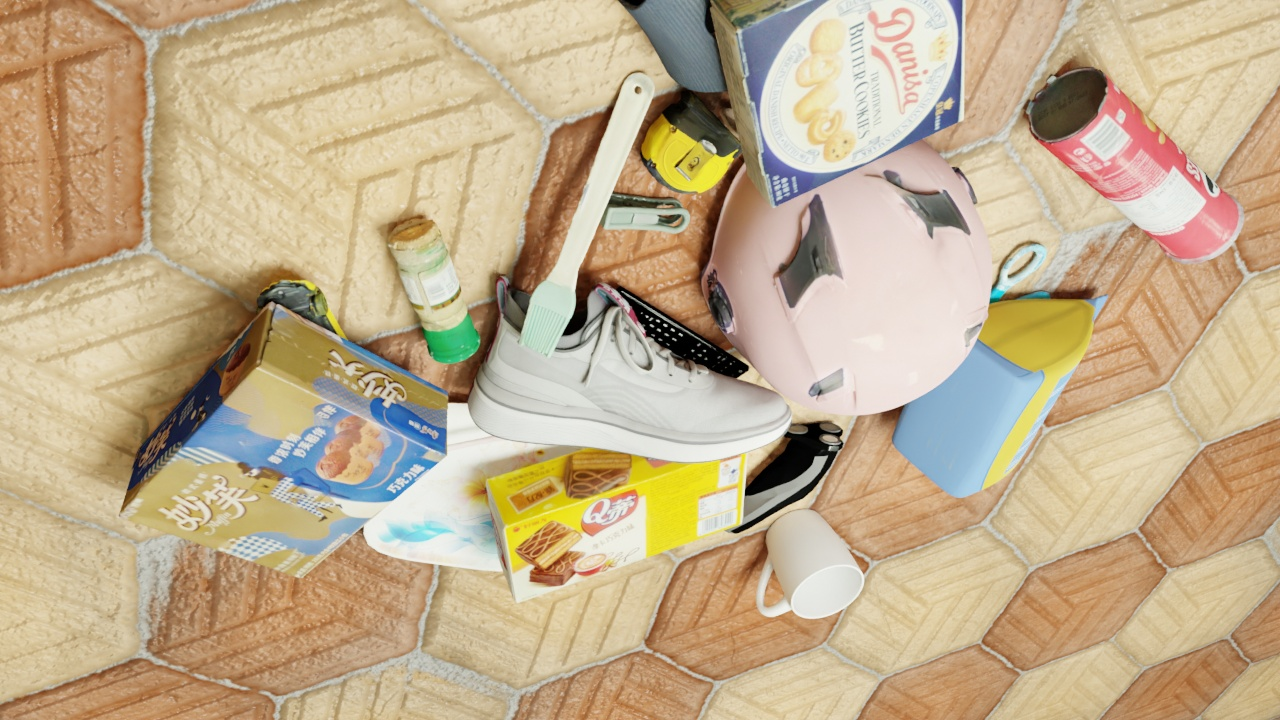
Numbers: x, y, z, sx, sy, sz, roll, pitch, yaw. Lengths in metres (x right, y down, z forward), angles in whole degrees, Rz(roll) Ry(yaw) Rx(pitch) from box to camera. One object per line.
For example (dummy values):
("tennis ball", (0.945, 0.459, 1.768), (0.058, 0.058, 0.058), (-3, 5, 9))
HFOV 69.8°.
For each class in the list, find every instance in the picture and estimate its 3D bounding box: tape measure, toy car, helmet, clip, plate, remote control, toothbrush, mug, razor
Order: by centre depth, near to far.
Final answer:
("clip", (0.077, -0.174, 0.675), (0.039, 0.024, 0.060), (-26, 164, 4))
("tape measure", (0.036, -0.155, 0.679), (0.064, 0.037, 0.065), (-44, 127, 15))
("toy car", (-0.248, -0.021, 0.686), (0.049, 0.030, 0.107), (-11, 137, -2))
("clip", (-0.002, -0.118, 0.710), (0.078, 0.049, 0.023), (-8, 131, -35))
("helmet", (0.172, -0.062, 0.732), (0.230, 0.152, 0.256), (-19, 123, 0))
("remote control", (0.030, -0.019, 0.775), (0.140, 0.009, 0.030), (30, 137, -23))
("toothbrush", (-0.102, 0.059, 0.785), (0.181, 0.015, 0.018), (-9, 122, -12))
("plate", (-0.143, 0.116, 0.834), (0.186, 0.016, 0.187), (15, 119, -28))
("razor", (0.139, 0.122, 0.916), (0.060, 0.057, 0.156), (34, 112, -1))
("mug", (0.166, 0.222, 0.973), (0.114, 0.087, 0.081), (-36, 129, 9))

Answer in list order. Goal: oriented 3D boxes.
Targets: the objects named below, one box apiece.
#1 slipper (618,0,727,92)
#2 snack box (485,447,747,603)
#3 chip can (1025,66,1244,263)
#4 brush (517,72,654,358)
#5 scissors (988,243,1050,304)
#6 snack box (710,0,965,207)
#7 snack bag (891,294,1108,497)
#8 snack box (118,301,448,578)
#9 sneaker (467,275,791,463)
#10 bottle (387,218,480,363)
("slipper", (0.061, -0.212, 0.607), (0.263, 0.101, 0.083), (17, 118, -32))
("snack box", (-0.019, 0.130, 0.838), (0.230, 0.061, 0.110), (-16, 132, -16))
("chip can", (0.425, -0.163, 0.784), (0.232, 0.073, 0.073), (24, 115, -31))
("brush", (-0.039, -0.105, 0.672), (0.033, 0.012, 0.218), (24, 101, 4))
("scissors", (0.338, -0.047, 0.881), (0.140, 0.013, 0.114), (-42, 131, 13))
("snack box", (0.127, -0.184, 0.570), (0.145, 0.042, 0.144), (-25, 142, 1))
("snack bag", (0.361, 0.022, 0.887), (0.204, 0.102, 0.159), (-19, 138, -32))
("snack box", (-0.270, 0.070, 0.700), (0.203, 0.069, 0.155), (-38, 128, 26))
("sneaker", (-0.004, 0.004, 0.738), (0.263, 0.096, 0.129), (8, 114, 0))
("bottle", (-0.155, -0.051, 0.690), (0.043, 0.043, 0.111), (-17, 128, -6))
